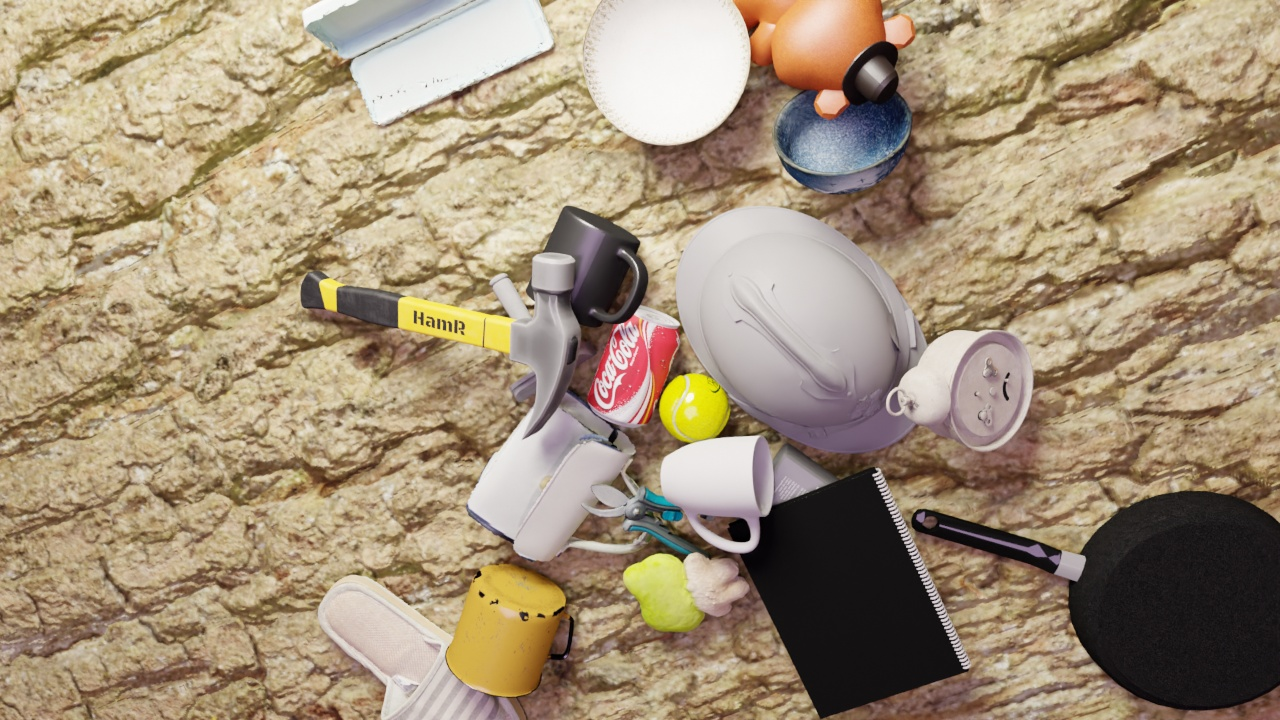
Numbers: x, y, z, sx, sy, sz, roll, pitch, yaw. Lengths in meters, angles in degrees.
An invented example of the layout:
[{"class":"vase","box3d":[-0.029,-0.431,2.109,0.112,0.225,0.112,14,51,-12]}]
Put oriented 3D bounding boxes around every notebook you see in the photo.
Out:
[{"class":"notebook","box3d":[0.192,0.216,0.845,0.149,0.016,0.206,-25,96,15]}]

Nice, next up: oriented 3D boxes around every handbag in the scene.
[{"class":"handbag","box3d":[-0.062,0.132,0.896,0.176,0.074,0.151,36,105,-8]}]

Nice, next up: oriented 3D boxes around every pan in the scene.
[{"class":"pan","box3d":[0.426,0.199,0.833,0.356,0.044,0.204,16,103,6]}]

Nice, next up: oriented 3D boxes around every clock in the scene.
[{"class":"clock","box3d":[0.266,0.025,0.790,0.156,0.061,0.103,-8,102,-29]}]

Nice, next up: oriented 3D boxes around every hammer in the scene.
[{"class":"hammer","box3d":[-0.200,-0.035,0.866,0.325,0.034,0.170,13,109,26]}]

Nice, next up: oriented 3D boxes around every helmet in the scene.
[{"class":"helmet","box3d":[0.143,-0.014,0.803,0.271,0.117,0.184,44,105,-2]}]

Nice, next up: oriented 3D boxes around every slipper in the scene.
[{"class":"slipper","box3d":[-0.236,0.339,0.981,0.272,0.054,0.114,44,100,1]}]

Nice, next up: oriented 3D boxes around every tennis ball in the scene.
[{"class":"tennis ball","box3d":[0.050,0.045,0.859,0.065,0.065,0.065,2,101,10]}]

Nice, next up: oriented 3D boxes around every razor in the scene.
[{"class":"razor","box3d":[-0.110,-0.032,0.890,0.088,0.047,0.116,-32,86,15]}]

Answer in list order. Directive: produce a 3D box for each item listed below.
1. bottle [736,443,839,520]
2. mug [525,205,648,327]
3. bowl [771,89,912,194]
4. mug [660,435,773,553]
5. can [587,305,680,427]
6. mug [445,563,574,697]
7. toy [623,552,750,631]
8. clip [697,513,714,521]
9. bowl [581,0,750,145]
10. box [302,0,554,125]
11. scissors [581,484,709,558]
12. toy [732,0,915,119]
[{"class":"bottle","box3d":[0.186,0.163,0.868,0.174,0.046,0.084,34,105,2]},{"class":"mug","box3d":[-0.041,-0.079,0.836,0.113,0.078,0.088,36,107,34]},{"class":"bowl","box3d":[0.173,-0.180,0.787,0.114,0.114,0.061,-7,145,10]},{"class":"mug","box3d":[0.070,0.123,0.830,0.089,0.071,0.107,-5,99,23]},{"class":"can","box3d":[-0.005,0.005,0.863,0.064,0.064,0.105,22,104,5]},{"class":"mug","box3d":[-0.123,0.270,0.926,0.123,0.100,0.094,15,103,-22]},{"class":"toy","box3d":[0.047,0.224,0.905,0.118,0.043,0.092,-20,108,18]},{"class":"clip","box3d":[0.071,0.115,0.878,0.042,0.023,0.075,30,80,-15]},{"class":"bowl","box3d":[0.026,-0.261,0.804,0.145,0.063,0.145,2,102,11]},{"class":"box","box3d":[-0.192,-0.304,0.835,0.198,0.074,0.126,-19,116,15]},{"class":"scissors","box3d":[0.023,0.154,0.890,0.155,0.019,0.124,-19,113,-4]},{"class":"toy","box3d":[0.146,-0.278,0.761,0.112,0.096,0.176,-42,59,15]}]
